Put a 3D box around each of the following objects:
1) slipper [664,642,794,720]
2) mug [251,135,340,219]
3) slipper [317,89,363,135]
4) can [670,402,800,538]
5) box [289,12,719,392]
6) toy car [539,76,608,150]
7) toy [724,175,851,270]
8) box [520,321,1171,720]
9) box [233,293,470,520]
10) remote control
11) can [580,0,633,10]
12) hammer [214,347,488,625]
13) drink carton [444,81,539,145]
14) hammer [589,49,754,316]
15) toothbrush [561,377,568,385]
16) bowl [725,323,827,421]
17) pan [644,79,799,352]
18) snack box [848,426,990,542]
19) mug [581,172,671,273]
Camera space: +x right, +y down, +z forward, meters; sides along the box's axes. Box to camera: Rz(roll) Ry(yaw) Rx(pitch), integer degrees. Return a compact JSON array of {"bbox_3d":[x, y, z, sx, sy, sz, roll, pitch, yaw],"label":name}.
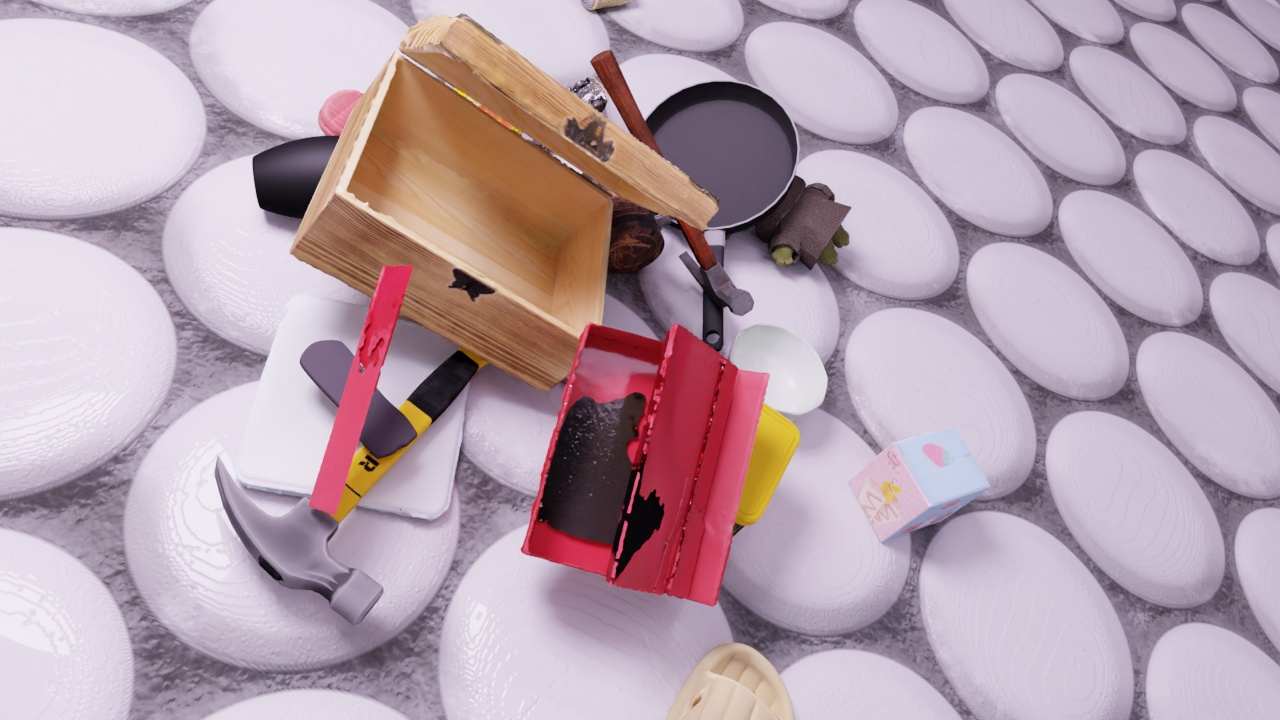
[{"bbox_3d":[0.061,0.343,0.747,0.111,0.079,0.260,40,51,1],"label":"slipper"},{"bbox_3d":[-0.341,-0.191,0.944,0.100,0.085,0.118,-7,30,-16],"label":"mug"},{"bbox_3d":[-0.244,-0.237,1.023,0.249,0.059,0.103,34,51,2],"label":"slipper"},{"bbox_3d":[0.085,0.116,0.897,0.072,0.101,0.130,35,51,2],"label":"can"},{"bbox_3d":[-0.112,-0.186,0.858,0.279,0.265,0.268,29,40,-26],"label":"box"},{"bbox_3d":[-0.089,-0.299,1.136,0.112,0.047,0.047,-36,76,3],"label":"toy car"},{"bbox_3d":[0.193,-0.182,1.166,0.153,0.078,0.179,33,64,6],"label":"toy"},{"bbox_3d":[0.137,0.112,0.741,0.468,0.138,0.214,13,78,13],"label":"box"},{"bbox_3d":[-0.254,0.039,0.845,0.190,0.038,0.208,14,54,-12],"label":"box"},{"bbox_3d":[-0.247,0.031,0.797,0.124,0.009,0.046,48,47,10],"label":"remote control"},{"bbox_3d":[-0.047,-0.531,1.327,0.079,0.038,0.038,-25,70,-35],"label":"can"},{"bbox_3d":[-0.220,0.064,0.814,0.170,0.034,0.323,38,48,-1],"label":"hammer"},{"bbox_3d":[-0.184,-0.278,1.083,0.125,0.049,0.076,32,51,-1],"label":"drink carton"},{"bbox_3d":[0.028,-0.185,0.969,0.028,0.111,0.301,-33,115,-5],"label":"hammer"},{"bbox_3d":[-0.039,0.051,0.944,0.184,0.015,0.015,37,54,5],"label":"toothbrush"},{"bbox_3d":[0.141,0.023,1.013,0.117,0.061,0.117,11,54,-16],"label":"bowl"},{"bbox_3d":[0.090,-0.175,1.107,0.204,0.044,0.355,-1,73,10],"label":"pan"},{"bbox_3d":[0.297,0.132,0.985,0.092,0.095,0.079,-11,63,-29],"label":"snack box"},{"bbox_3d":[-0.009,-0.169,1.064,0.115,0.080,0.107,-7,60,-20],"label":"mug"}]
